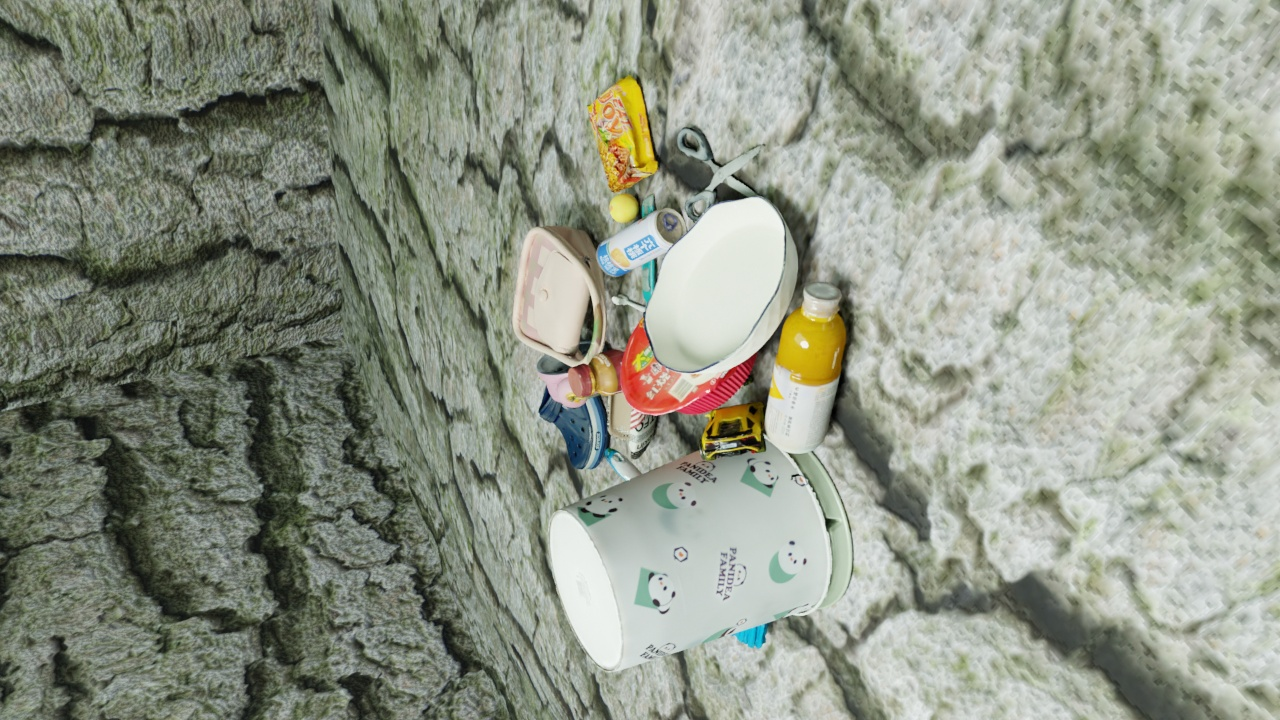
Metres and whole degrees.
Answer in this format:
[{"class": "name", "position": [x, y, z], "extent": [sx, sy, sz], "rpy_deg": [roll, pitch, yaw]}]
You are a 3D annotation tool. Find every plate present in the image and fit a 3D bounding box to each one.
[{"class": "plate", "position": [0.089, -0.076, 0.989], "extent": [0.205, 0.045, 0.204], "rpy_deg": [-31, 46, 39]}, {"class": "plate", "position": [0.169, 0.191, 1.103], "extent": [0.230, 0.027, 0.230], "rpy_deg": [39, 137, 49]}]

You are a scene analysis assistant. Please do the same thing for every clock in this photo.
[{"class": "clock", "position": [-0.092, 0.023, 1.435], "extent": [0.158, 0.117, 0.060], "rpy_deg": [29, 140, 59]}]

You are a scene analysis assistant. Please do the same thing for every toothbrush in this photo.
[{"class": "toothbrush", "position": [0.093, 0.044, 1.182], "extent": [0.012, 0.017, 0.186], "rpy_deg": [61, 153, 0]}, {"class": "toothbrush", "position": [0.008, -0.068, 1.293], "extent": [0.180, 0.016, 0.016], "rpy_deg": [29, 126, 55]}]

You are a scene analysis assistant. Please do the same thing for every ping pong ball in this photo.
[{"class": "ping pong ball", "position": [-0.022, -0.207, 1.247], "extent": [0.040, 0.040, 0.040], "rpy_deg": [41, 139, 49]}]

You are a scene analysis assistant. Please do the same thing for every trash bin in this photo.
[{"class": "trash bin", "position": [0.046, 0.220, 1.043], "extent": [0.229, 0.251, 0.230], "rpy_deg": [39, 136, 51]}]

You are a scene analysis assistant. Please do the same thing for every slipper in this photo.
[{"class": "slipper", "position": [-0.127, 0.064, 1.553], "extent": [0.105, 0.095, 0.252], "rpy_deg": [148, 108, -66]}]

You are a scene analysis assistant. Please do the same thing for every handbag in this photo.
[{"class": "handbag", "position": [-0.105, -0.081, 1.378], "extent": [0.234, 0.093, 0.194], "rpy_deg": [47, 131, 49]}]

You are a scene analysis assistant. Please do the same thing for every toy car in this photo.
[{"class": "toy car", "position": [0.106, 0.074, 1.041], "extent": [0.155, 0.071, 0.041], "rpy_deg": [-53, -48, -72]}]

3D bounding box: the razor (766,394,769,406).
[{"class": "razor", "position": [0.169, -0.010, 1.000], "extent": [0.042, 0.022, 0.143], "rpy_deg": [-67, -6, -49]}]

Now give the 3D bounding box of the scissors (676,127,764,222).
[{"class": "scissors", "position": [0.090, -0.210, 1.054], "extent": [0.181, 0.014, 0.160], "rpy_deg": [57, 149, 30]}]

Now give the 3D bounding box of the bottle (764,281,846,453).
[{"class": "bottle", "position": [0.172, 0.009, 0.947], "extent": [0.068, 0.067, 0.190], "rpy_deg": [47, 143, 44]}]

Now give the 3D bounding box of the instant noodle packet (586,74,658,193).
[{"class": "instant noodle packet", "position": [-0.026, -0.296, 1.205], "extent": [0.111, 0.044, 0.128], "rpy_deg": [-11, 93, 60]}]

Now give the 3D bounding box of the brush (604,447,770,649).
[{"class": "brush", "position": [0.059, 0.245, 1.222], "extent": [0.314, 0.060, 0.110], "rpy_deg": [39, 139, 19]}]

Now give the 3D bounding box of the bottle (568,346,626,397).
[{"class": "bottle", "position": [-0.007, 0.007, 1.182], "extent": [0.057, 0.174, 0.057], "rpy_deg": [40, 138, 50]}]

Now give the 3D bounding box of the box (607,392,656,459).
[{"class": "box", "position": [-0.017, 0.062, 1.347], "extent": [0.087, 0.076, 0.163], "rpy_deg": [20, 129, 27]}]

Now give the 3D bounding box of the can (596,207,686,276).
[{"class": "can", "position": [0.000, -0.153, 1.193], "extent": [0.135, 0.053, 0.053], "rpy_deg": [-20, 86, 52]}]

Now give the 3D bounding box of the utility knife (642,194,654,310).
[{"class": "utility knife", "position": [0.010, -0.116, 1.249], "extent": [0.029, 0.013, 0.222], "rpy_deg": [26, 123, 53]}]

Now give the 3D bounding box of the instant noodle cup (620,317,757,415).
[{"class": "instant noodle cup", "position": [0.067, -0.007, 1.072], "extent": [0.066, 0.193, 0.194], "rpy_deg": [38, 175, -34]}]
